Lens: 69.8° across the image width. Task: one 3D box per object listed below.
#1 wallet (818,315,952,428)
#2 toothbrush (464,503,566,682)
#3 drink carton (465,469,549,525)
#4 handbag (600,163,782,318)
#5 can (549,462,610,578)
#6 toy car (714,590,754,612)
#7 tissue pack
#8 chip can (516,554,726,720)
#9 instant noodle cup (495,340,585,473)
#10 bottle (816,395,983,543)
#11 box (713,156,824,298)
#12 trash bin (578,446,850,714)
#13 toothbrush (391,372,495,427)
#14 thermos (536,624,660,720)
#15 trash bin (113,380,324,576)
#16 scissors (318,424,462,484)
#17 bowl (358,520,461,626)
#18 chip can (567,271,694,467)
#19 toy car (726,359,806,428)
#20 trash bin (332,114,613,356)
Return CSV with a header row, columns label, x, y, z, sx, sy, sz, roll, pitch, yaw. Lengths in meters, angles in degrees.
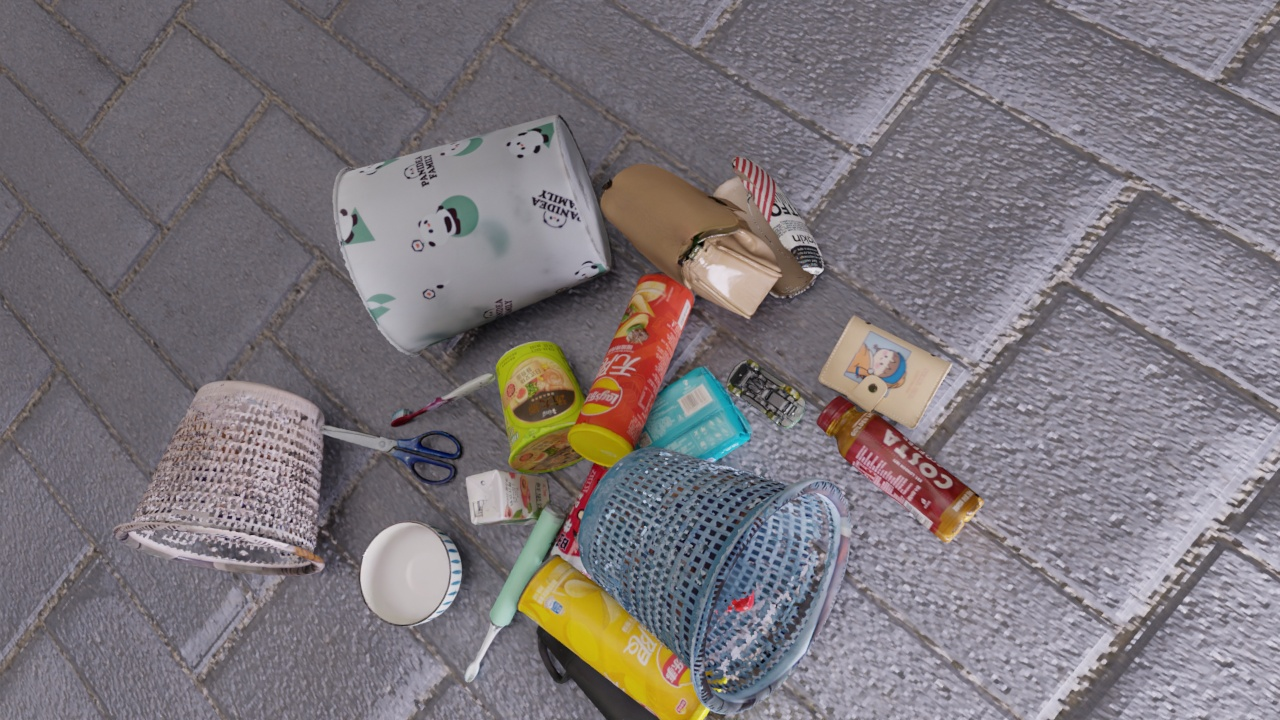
label,x,y,z,sx,sy,sz,roll,pitch,yaw
wallet,0.254,0.014,0.964,0.115,0.024,0.087,30,83,20
toothbrush,-0.143,0.261,1.020,0.026,0.027,0.224,27,95,0
drink carton,-0.144,0.153,1.009,0.045,0.122,0.053,-14,76,16
handbag,0.056,-0.135,0.978,0.204,0.147,0.100,43,105,39
can,-0.053,0.177,1.010,0.053,0.053,0.132,24,86,21
toy car,0.067,0.244,0.969,0.106,0.031,0.049,-8,74,18
tissue pack,0.044,0.077,1.002,0.133,0.050,0.093,-33,71,9
chip can,-0.020,0.281,0.913,0.213,0.072,0.072,34,89,17
instant noodle cup,-0.111,0.048,1.035,0.112,0.111,0.123,-27,63,10
bottle,0.256,0.104,0.923,0.175,0.057,0.057,41,92,22
box,0.137,-0.144,1.019,0.088,0.076,0.162,-46,67,33
trash bin,0.057,0.182,0.874,0.195,0.226,0.226,24,85,40
toothbrush,-0.237,0.045,1.090,0.188,0.016,0.017,-24,58,34
thermos,-0.013,0.359,0.955,0.242,0.068,0.090,42,119,23
trash bin,-0.470,0.137,1.085,0.228,0.227,0.191,-3,64,17
scissors,-0.297,0.092,1.100,0.175,0.012,0.108,38,83,1
bowl,-0.255,0.244,1.054,0.117,0.066,0.116,-4,77,16
chip can,-0.006,0.006,0.984,0.073,0.073,0.216,12,59,20
toy car,0.136,0.037,0.989,0.091,0.036,0.043,37,92,21
trash bin,-0.178,-0.151,1.044,0.252,0.229,0.229,-18,73,8
